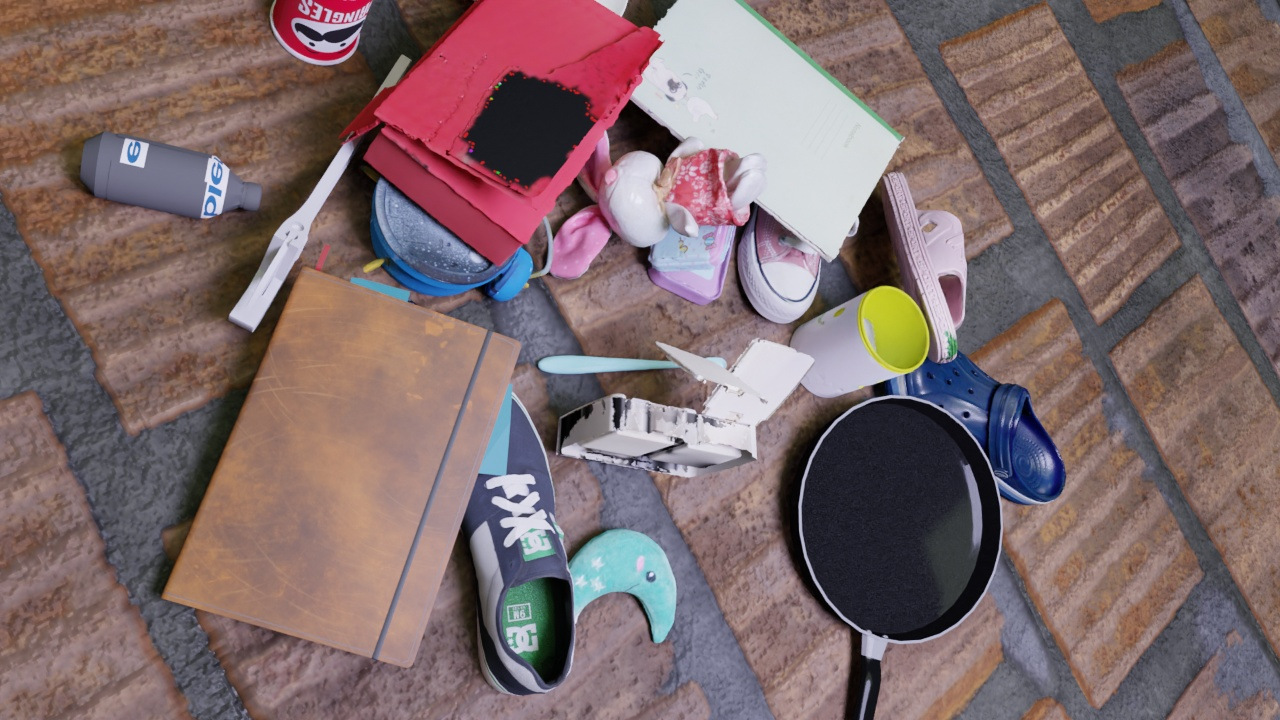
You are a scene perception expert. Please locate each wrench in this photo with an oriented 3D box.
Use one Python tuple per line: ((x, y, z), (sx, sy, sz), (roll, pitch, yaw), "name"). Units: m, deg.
((-0.233, -0.134, 0.688), (0.018, 0.087, 0.272), (30, 52, -18), "wrench")

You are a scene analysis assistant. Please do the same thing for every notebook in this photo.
((-0.183, 0.064, 0.623), (0.178, 0.014, 0.249), (19, 74, -9), "notebook")
((0.115, -0.229, 0.841), (0.252, 0.010, 0.181), (38, 61, -7), "notebook")

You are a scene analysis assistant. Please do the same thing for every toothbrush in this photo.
((-0.005, 0.005, 0.797), (0.180, 0.017, 0.016), (1, 76, -28), "toothbrush")

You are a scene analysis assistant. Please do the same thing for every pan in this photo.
((0.222, 0.207, 0.842), (0.225, 0.034, 0.355), (21, 76, -17), "pan")

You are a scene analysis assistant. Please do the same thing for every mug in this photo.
((0.204, -0.015, 0.867), (0.082, 0.106, 0.082), (9, 71, -27), "mug")

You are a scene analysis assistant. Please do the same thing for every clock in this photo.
((-0.140, -0.104, 0.729), (0.161, 0.060, 0.116), (7, 70, -29), "clock")

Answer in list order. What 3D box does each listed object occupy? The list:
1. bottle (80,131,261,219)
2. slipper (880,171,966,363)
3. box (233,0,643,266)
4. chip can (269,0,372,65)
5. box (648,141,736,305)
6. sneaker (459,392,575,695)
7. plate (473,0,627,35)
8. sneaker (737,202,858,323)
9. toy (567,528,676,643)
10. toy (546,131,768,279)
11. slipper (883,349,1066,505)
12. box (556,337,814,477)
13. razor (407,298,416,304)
((-0.324, -0.125, 0.638), (0.112, 0.047, 0.047), (11, 70, -27), "bottle")
((0.292, -0.105, 0.917), (0.094, 0.064, 0.238), (67, 15, -47), "slipper")
((-0.177, -0.177, 0.787), (0.153, 0.326, 0.213), (48, 53, -28), "box")
((-0.211, -0.300, 0.652), (0.069, 0.221, 0.069), (9, 70, -27), "chip can")
((0.062, -0.165, 0.860), (0.077, 0.096, 0.213), (13, 66, 3), "box")
((-0.090, 0.123, 0.673), (0.084, 0.079, 0.235), (-5, 76, -30), "sneaker")
((-0.098, -0.367, 0.849), (0.182, 0.034, 0.182), (9, 70, -27), "plate")
((0.155, -0.155, 0.894), (0.118, 0.088, 0.240), (15, 68, -25), "sneaker")
((-0.013, 0.178, 0.729), (0.105, 0.033, 0.085), (17, 78, -26), "toy")
((0.013, -0.141, 0.774), (0.084, 0.194, 0.159), (41, 54, -60), "toy")
((0.361, 0.057, 0.944), (0.252, 0.095, 0.104), (37, 62, -18), "slipper")
((0.040, 0.033, 0.707), (0.143, 0.192, 0.068), (14, 67, -33), "box")
((-0.207, 0.020, 0.662), (0.067, 0.054, 0.151), (34, 67, -4), "razor")
